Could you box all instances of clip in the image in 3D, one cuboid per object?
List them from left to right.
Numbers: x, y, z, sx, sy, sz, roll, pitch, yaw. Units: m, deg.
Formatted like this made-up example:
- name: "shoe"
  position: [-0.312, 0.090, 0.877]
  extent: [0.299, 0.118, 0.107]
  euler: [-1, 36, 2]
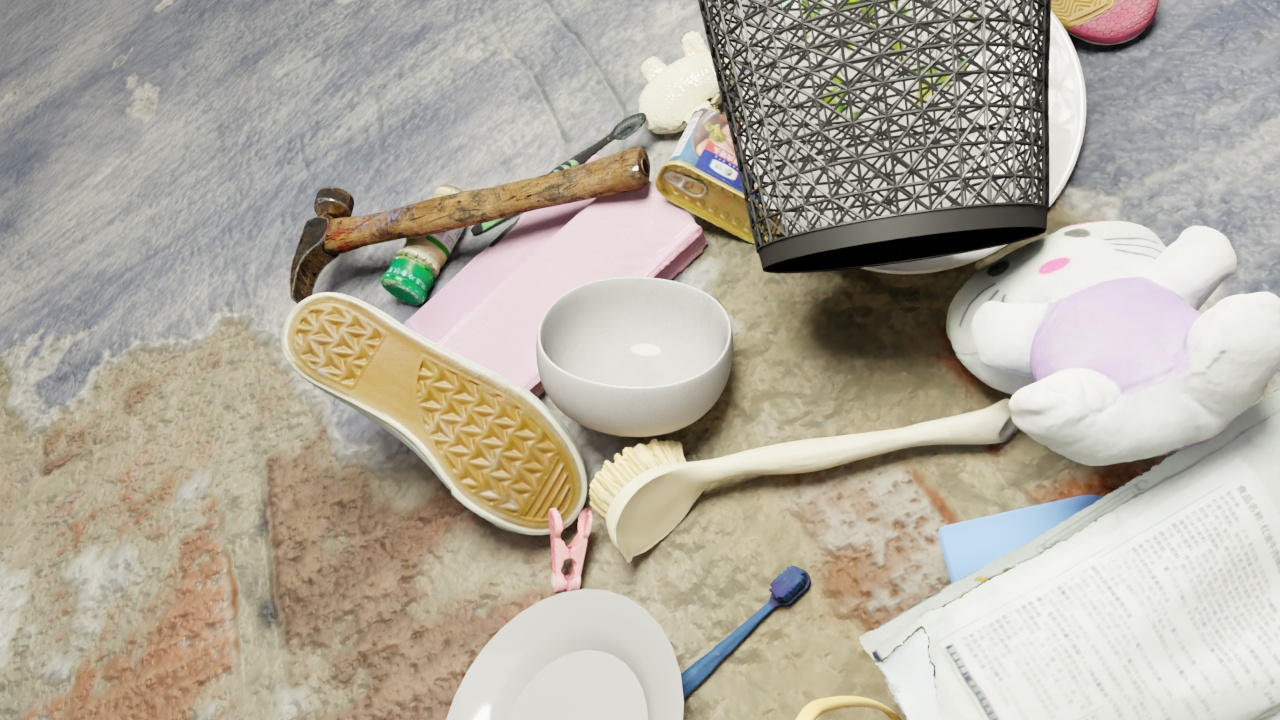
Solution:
- name: "clip"
  position: [-0.052, 0.125, 0.604]
  extent: [0.022, 0.035, 0.057]
  euler: [-176, 91, -68]

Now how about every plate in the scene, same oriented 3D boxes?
- name: "plate"
  position: [-0.046, 0.222, 0.548]
  extent: [0.173, 0.019, 0.172]
  euler: [-21, 45, 22]
- name: "plate"
  position: [0.187, -0.171, 0.646]
  extent: [0.229, 0.030, 0.229]
  euler: [-1, 84, 10]

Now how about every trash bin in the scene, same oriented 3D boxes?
- name: "trash bin"
  position: [0.139, -0.185, 0.542]
  extent: [0.217, 0.216, 0.243]
  euler: [-7, 90, 22]

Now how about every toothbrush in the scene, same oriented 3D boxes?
- name: "toothbrush"
  position: [-0.073, -0.157, 0.786]
  extent: [0.188, 0.014, 0.017]
  euler: [-30, 22, 18]
- name: "toothbrush"
  position: [0.028, 0.189, 0.547]
  extent: [0.190, 0.017, 0.016]
  euler: [-42, 52, -2]

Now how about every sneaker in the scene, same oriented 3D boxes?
- name: "sneaker"
  position: [-0.136, 0.035, 0.643]
  extent: [0.235, 0.079, 0.087]
  euler: [36, 83, -3]
- name: "sneaker"
  position: [0.308, -0.330, 0.695]
  extent: [0.116, 0.091, 0.241]
  euler: [-28, 73, 14]

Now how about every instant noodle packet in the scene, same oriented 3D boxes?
- name: "instant noodle packet"
  position: [0.256, 0.124, 0.441]
  extent: [0.269, 0.057, 0.147]
  euler: [-31, 88, 5]

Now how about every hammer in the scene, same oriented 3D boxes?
- name: "hammer"
  position: [-0.147, -0.117, 0.750]
  extent: [0.331, 0.033, 0.119]
  euler: [-8, 59, 23]

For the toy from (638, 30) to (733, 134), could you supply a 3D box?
- name: "toy"
  position: [0.039, -0.224, 0.767]
  extent: [0.087, 0.050, 0.112]
  euler: [-30, 59, 12]

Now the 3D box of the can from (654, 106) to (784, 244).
- name: "can"
  position: [0.068, -0.137, 0.679]
  extent: [0.100, 0.054, 0.059]
  euler: [27, 70, -3]

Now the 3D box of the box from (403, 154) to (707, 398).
- name: "box"
  position: [-0.083, -0.068, 0.733]
  extent: [0.232, 0.055, 0.180]
  euler: [-44, 52, -4]

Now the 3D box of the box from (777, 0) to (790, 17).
- name: "box"
  position: [0.205, -0.253, 0.722]
  extent: [0.189, 0.079, 0.077]
  euler: [19, 111, 33]

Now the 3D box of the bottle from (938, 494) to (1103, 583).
- name: "bottle"
  position: [0.230, 0.097, 0.486]
  extent: [0.131, 0.048, 0.048]
  euler: [-17, 56, 16]

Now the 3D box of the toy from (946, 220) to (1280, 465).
- name: "toy"
  position: [0.243, -0.015, 0.484]
  extent: [0.138, 0.085, 0.209]
  euler: [-28, 13, 16]

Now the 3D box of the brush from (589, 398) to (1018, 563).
- name: "brush"
  position: [0.096, 0.064, 0.572]
  extent: [0.272, 0.062, 0.077]
  euler: [-15, 60, 12]

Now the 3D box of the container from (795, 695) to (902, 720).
- name: "container"
  position: [0.074, 0.229, 0.399]
  extent: [0.129, 0.183, 0.167]
  euler: [18, 78, 33]

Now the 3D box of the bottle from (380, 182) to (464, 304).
- name: "bottle"
  position: [-0.186, -0.104, 0.807]
  extent: [0.043, 0.043, 0.109]
  euler: [11, 66, 30]

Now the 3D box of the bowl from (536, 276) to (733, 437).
- name: "bowl"
  position: [-0.004, 0.004, 0.628]
  extent: [0.132, 0.064, 0.131]
  euler: [0, 37, 0]
